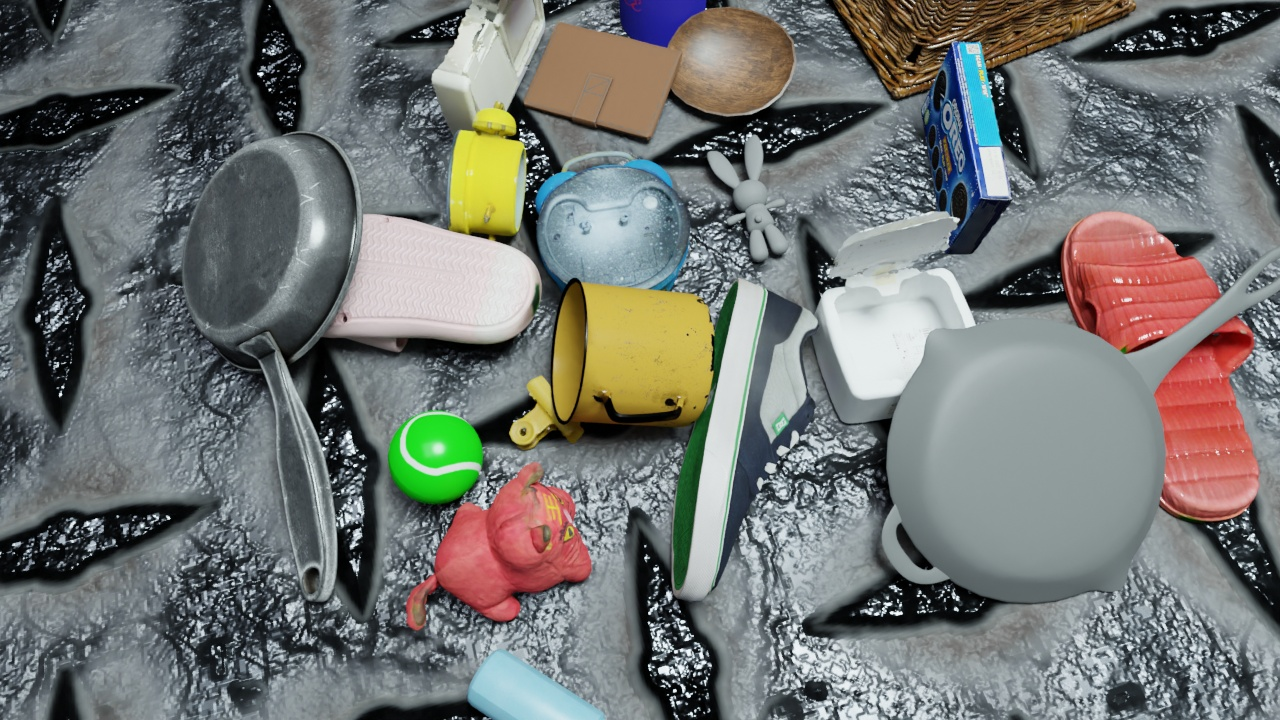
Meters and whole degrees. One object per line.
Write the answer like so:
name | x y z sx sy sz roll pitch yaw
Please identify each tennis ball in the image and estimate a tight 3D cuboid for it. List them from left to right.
tennis ball | -0.143 0.068 0.643 0.065 0.065 0.065 -1 65 1

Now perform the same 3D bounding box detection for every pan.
pan | -0.262 -0.005 0.663 0.188 0.055 0.356 -21 70 28
pan | 0.313 0.031 0.616 0.354 0.024 0.216 -37 91 -3

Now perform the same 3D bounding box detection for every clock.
clock | -0.122 -0.151 0.733 0.057 0.083 0.118 5 68 -2
clock | -0.022 -0.105 0.723 0.117 0.060 0.161 -8 64 -1

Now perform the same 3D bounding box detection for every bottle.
bottle | -0.047 0.232 0.580 0.130 0.040 0.040 28 69 13

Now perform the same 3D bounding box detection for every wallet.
wallet | -0.033 -0.245 0.801 0.121 0.013 0.087 18 81 13

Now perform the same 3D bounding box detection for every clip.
clip | -0.072 0.045 0.680 0.054 0.044 0.049 48 116 18

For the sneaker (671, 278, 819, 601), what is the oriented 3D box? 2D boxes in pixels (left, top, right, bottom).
sneaker | 0.078 0.056 0.638 0.079 0.084 0.234 18 66 -5

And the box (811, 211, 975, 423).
box | 0.187 -0.038 0.646 0.109 0.137 0.120 -10 67 -6

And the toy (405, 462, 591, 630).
toy | -0.102 0.123 0.603 0.133 0.094 0.088 -28 68 -9

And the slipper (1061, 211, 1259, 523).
slipper | 0.388 -0.009 0.669 0.103 0.059 0.248 -8 67 -2

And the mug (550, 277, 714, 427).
mug | -0.004 0.004 0.634 0.094 0.101 0.123 5 34 -18

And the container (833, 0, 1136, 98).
container | 0.306 -0.369 0.764 0.249 0.183 0.162 -22 69 -8

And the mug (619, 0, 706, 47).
mug | 0.035 -0.343 0.815 0.111 0.084 0.079 -19 67 -7

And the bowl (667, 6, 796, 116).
bowl | 0.078 -0.256 0.803 0.114 0.026 0.102 22 82 15

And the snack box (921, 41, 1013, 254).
snack box | 0.257 -0.169 0.732 0.027 0.082 0.150 -1 65 -1

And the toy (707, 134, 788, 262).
toy | 0.090 -0.133 0.748 0.049 0.030 0.111 -19 71 9

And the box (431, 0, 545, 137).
box | -0.108 -0.269 0.728 0.070 0.186 0.143 18 74 8

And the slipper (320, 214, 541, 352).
slipper | -0.180 -0.057 0.705 0.222 0.056 0.106 6 68 16
